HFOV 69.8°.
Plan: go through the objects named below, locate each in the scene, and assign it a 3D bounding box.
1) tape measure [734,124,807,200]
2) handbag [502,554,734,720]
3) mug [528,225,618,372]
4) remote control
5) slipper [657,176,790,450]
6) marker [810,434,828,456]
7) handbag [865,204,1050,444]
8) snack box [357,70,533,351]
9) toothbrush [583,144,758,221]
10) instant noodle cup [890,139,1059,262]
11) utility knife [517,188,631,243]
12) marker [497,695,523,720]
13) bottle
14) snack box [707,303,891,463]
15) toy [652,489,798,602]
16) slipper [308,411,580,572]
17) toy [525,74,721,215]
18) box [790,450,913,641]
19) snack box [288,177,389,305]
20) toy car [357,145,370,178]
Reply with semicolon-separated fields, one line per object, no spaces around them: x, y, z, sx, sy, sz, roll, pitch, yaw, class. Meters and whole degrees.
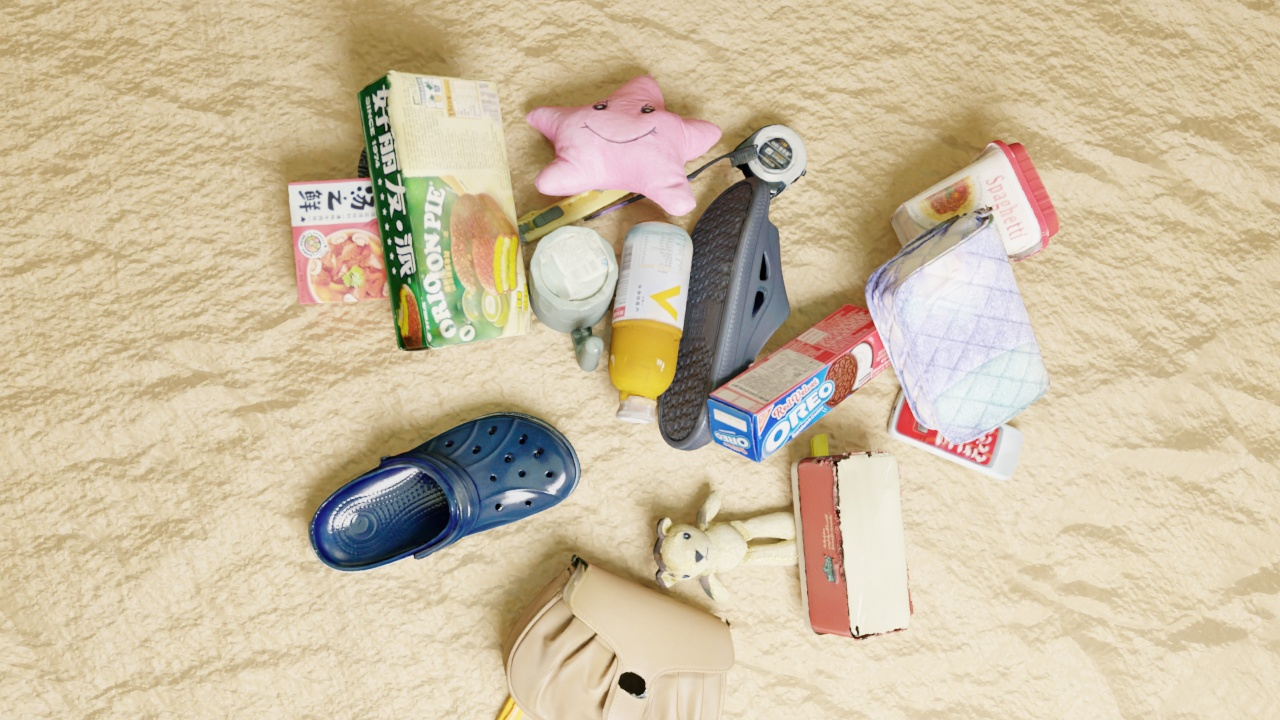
0.135;-0.205;0.937;0.066;0.033;0.066;-37;88;-7;tape measure
-0.015;0.273;0.820;0.204;0.100;0.147;25;80;-11;handbag
-0.059;-0.056;0.860;0.083;0.103;0.124;-15;83;-8;mug
0.318;0.074;0.925;0.136;0.020;0.055;22;80;-3;remote control
0.086;-0.040;0.885;0.083;0.111;0.268;16;84;-29;slipper
0.180;0.135;0.904;0.018;0.015;0.124;3;82;-44;marker
0.297;-0.029;0.857;0.134;0.075;0.194;-31;114;-6;handbag
-0.175;-0.133;0.833;0.114;0.063;0.240;-12;96;-43;snack box
0.031;-0.174;0.915;0.189;0.014;0.017;-23;100;3;toothbrush
0.327;-0.141;0.915;0.124;0.116;0.116;-23;85;4;instant noodle cup
-0.065;-0.156;0.920;0.151;0.018;0.031;-28;81;-14;utility knife
-0.098;0.290;0.853;0.018;0.015;0.123;32;78;-8;marker
0.007;-0.036;0.870;0.068;0.068;0.189;9;78;-5;bottle
0.152;0.017;0.851;0.207;0.058;0.057;-30;128;-32;snack box
0.086;0.175;0.864;0.157;0.066;0.105;-2;89;-23;toy
-0.181;0.117;0.830;0.252;0.095;0.105;-20;87;-5;slipper
-0.022;-0.220;0.899;0.195;0.075;0.178;11;57;8;toy
0.204;0.169;0.856;0.091;0.079;0.168;0;83;-32;box
-0.256;-0.113;0.860;0.127;0.044;0.113;-4;94;-1;snack box
-0.221;-0.181;0.894;0.105;0.031;0.049;15;96;-2;toy car
